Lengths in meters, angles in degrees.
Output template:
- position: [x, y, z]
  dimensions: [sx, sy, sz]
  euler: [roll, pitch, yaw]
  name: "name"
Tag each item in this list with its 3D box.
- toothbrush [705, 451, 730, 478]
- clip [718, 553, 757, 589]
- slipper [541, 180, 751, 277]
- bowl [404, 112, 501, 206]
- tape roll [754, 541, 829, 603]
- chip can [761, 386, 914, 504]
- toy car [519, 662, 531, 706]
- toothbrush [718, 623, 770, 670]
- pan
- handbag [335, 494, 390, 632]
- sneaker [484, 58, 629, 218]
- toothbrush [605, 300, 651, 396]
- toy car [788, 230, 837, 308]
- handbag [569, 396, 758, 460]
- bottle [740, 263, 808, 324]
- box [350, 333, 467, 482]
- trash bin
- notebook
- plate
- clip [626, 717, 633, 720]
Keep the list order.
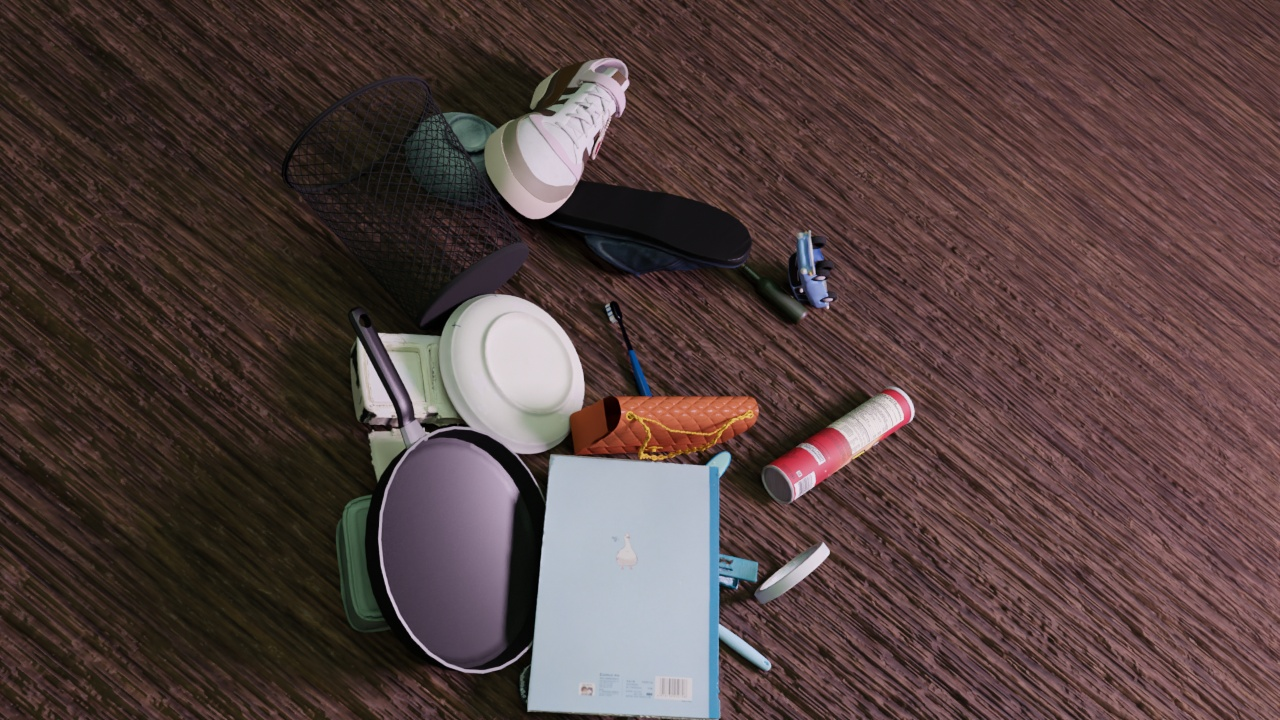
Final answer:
- position: [0.062, 0.145, 1.028]
  dimensions: [0.022, 0.017, 0.134]
  euler: [43, 59, 7]
  name: "toothbrush"
- position: [0.063, 0.206, 0.953]
  dimensions: [0.130, 0.120, 0.030]
  euler: [11, 61, 0]
  name: "clip"
- position: [0.003, -0.147, 1.114]
  dimensions: [0.266, 0.084, 0.108]
  euler: [14, 41, 11]
  name: "slipper"
- position: [-0.209, -0.257, 1.098]
  dimensions: [0.137, 0.057, 0.136]
  euler: [8, 63, -16]
  name: "bowl"
- position: [0.162, 0.227, 0.981]
  dimensions: [0.092, 0.093, 0.013]
  euler: [-33, 80, -30]
  name: "tape roll"
- position: [0.238, 0.099, 1.096]
  dimensions: [0.214, 0.052, 0.052]
  euler: [-28, 77, -29]
  name: "chip can"
- position: [-0.065, 0.311, 0.893]
  dimensions: [0.105, 0.032, 0.048]
  euler: [-6, 67, -7]
  name: "toy car"
- position: [0.075, 0.279, 0.969]
  dimensions: [0.155, 0.016, 0.022]
  euler: [37, 52, 0]
  name: "toothbrush"
- position: [-0.189, 0.116, 0.846]
  dimensions: [0.224, 0.034, 0.356]
  euler: [-40, 108, -56]
  name: "pan"
- position: [-0.229, 0.187, 0.872]
  dimensions: [0.106, 0.067, 0.121]
  euler: [-4, 67, -24]
  name: "handbag"
- position: [-0.079, -0.273, 1.073]
  dimensions: [0.111, 0.117, 0.292]
  euler: [48, 36, -20]
  name: "sneaker"
- position: [-0.006, 0.006, 1.070]
  dimensions: [0.014, 0.014, 0.167]
  euler: [4, 62, -57]
  name: "toothbrush"
- position: [0.211, -0.109, 1.143]
  dimensions: [0.055, 0.153, 0.056]
  euler: [-8, 73, 16]
  name: "toy car"
- position: [0.028, 0.071, 0.978]
  dimensions: [0.171, 0.109, 0.060]
  euler: [1, 70, -32]
  name: "handbag"
- position: [0.169, -0.088, 1.176]
  dimensions: [0.106, 0.025, 0.025]
  euler: [42, 59, 2]
  name: "bottle"
- position: [-0.212, 0.053, 0.934]
  dimensions: [0.143, 0.044, 0.184]
  euler: [1, 59, -30]
  name: "box"
- position: [-0.238, -0.158, 0.978]
  dimensions: [0.183, 0.185, 0.210]
  euler: [-36, 87, -30]
  name: "trash bin"
- position: [-0.010, 0.218, 0.906]
  dimensions: [0.181, 0.009, 0.253]
  euler: [5, 63, -4]
  name: "notebook"
- position: [-0.126, 0.007, 0.977]
  dimensions: [0.182, 0.034, 0.182]
  euler: [22, 55, -35]
  name: "plate"
- position: [0.018, 0.317, 0.910]
  dimensions: [0.052, 0.060, 0.101]
  euler: [49, 58, -16]
  name: "clip"
